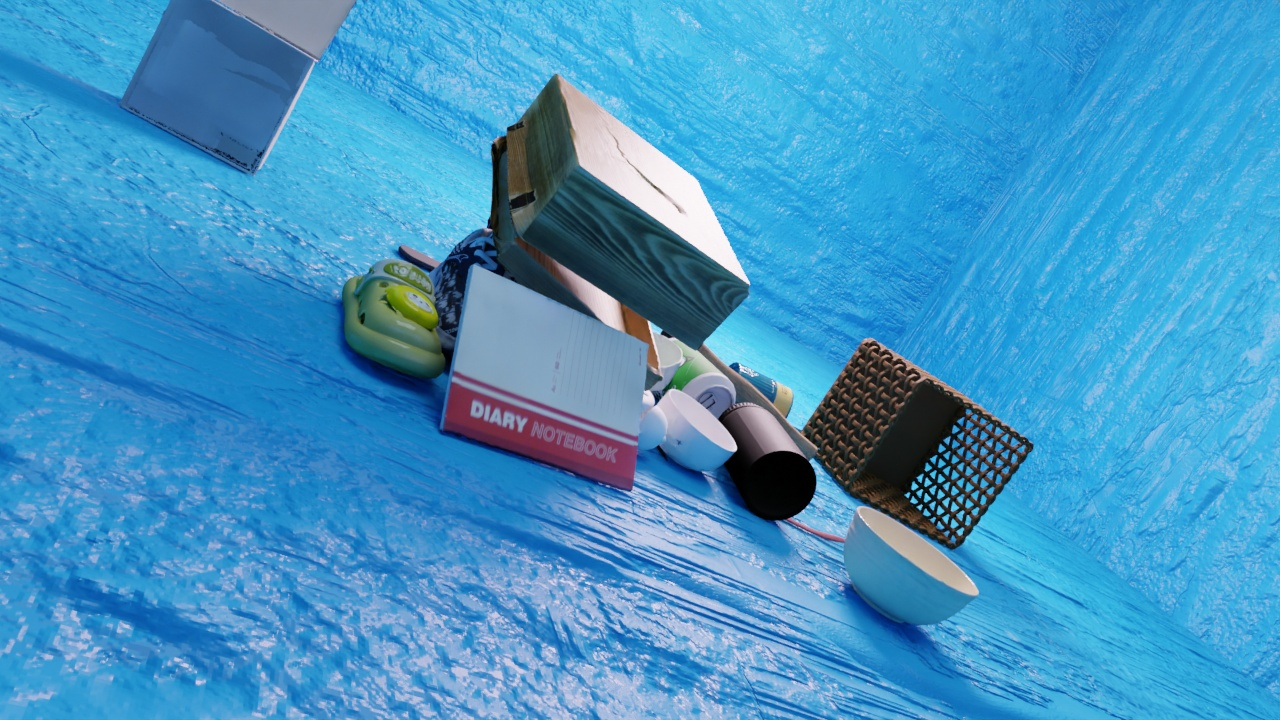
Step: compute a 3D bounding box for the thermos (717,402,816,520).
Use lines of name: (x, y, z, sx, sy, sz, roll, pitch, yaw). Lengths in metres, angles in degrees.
thermos: (0.144, 0.113, 1.122, 0.086, 0.086, 0.198, 29, 11, -15)

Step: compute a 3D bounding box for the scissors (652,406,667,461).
scissors: (0.008, 0.075, 1.104, 0.163, 0.013, 0.154, 40, 14, 31)

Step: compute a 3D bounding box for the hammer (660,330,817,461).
hammer: (0.153, 0.051, 1.428, 0.305, 0.132, 0.040, 44, 10, -3)

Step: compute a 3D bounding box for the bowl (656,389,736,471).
bowl: (0.055, 0.086, 1.058, 0.105, 0.054, 0.104, 40, 13, -12)

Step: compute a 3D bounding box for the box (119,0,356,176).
box: (-0.448, -0.473, 1.145, 0.166, 0.477, 0.119, 29, -15, -21)

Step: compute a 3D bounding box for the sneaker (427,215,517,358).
sneaker: (-0.169, -0.080, 0.975, 0.103, 0.132, 0.269, 30, 12, -23)

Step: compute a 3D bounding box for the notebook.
notebook: (-0.076, 0.021, 0.821, 0.208, 0.152, 0.012, 23, -27, -37)

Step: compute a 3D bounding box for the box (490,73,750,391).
box: (-0.043, -0.150, 0.997, 0.245, 0.168, 0.278, 35, 23, -29)

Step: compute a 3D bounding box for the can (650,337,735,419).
can: (0.064, 0.033, 1.256, 0.087, 0.088, 0.140, 25, 13, -36)

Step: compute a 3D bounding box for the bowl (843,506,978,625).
bowl: (0.277, 0.232, 0.990, 0.150, 0.075, 0.150, 31, 10, -6)

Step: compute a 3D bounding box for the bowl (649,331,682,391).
bowl: (-0.007, 0.007, 1.198, 0.117, 0.061, 0.117, 10, 26, -5)

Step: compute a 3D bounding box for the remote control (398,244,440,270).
remote control: (-0.266, -0.121, 1.222, 0.124, 0.009, 0.046, 26, 12, -32)

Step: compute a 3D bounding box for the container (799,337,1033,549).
container: (0.456, 0.135, 1.555, 0.251, 0.220, 0.214, 28, 11, -19)

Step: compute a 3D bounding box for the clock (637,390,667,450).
clock: (-0.044, 0.029, 0.996, 0.125, 0.073, 0.161, 21, 15, -47)

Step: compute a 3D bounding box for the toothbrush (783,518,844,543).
toothbrush: (0.225, 0.214, 1.106, 0.184, 0.016, 0.015, 25, 12, -20)

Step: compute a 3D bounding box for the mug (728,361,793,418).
mug: (0.179, 0.059, 1.512, 0.107, 0.083, 0.113, 25, 0, -16)

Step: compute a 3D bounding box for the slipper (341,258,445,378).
slipper: (-0.218, -0.048, 0.838, 0.091, 0.081, 0.190, 29, 8, -32)
